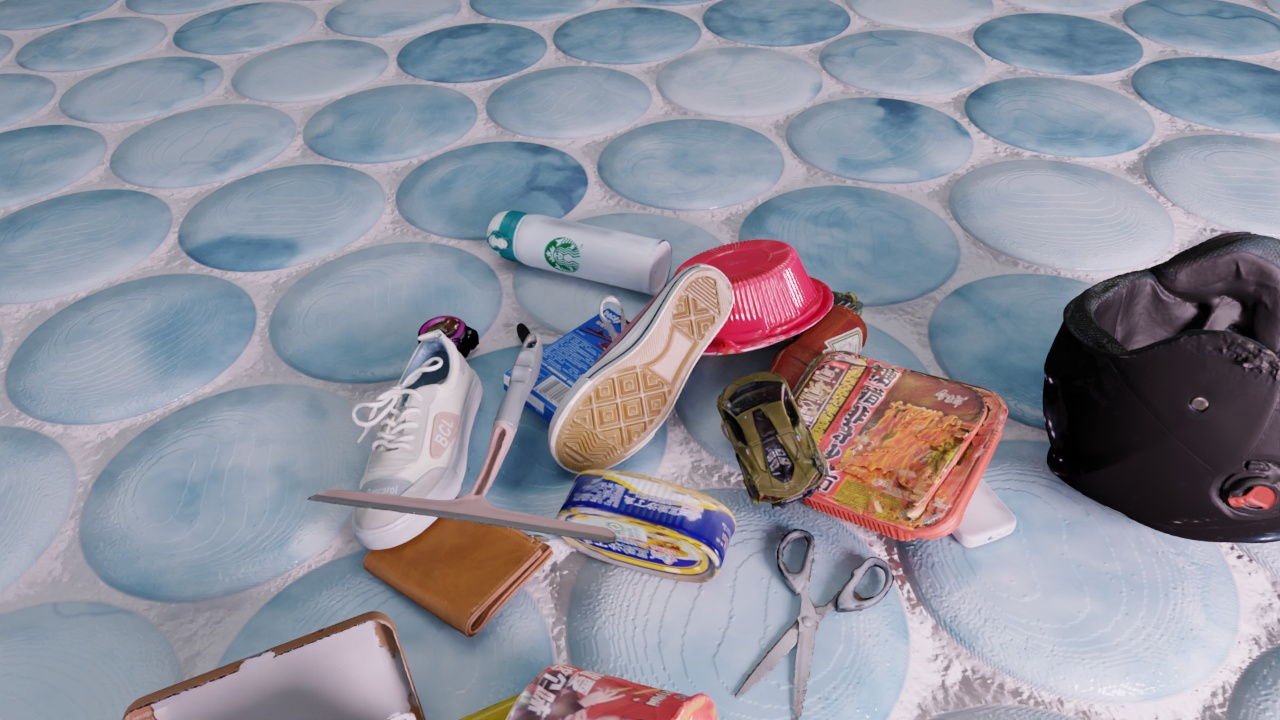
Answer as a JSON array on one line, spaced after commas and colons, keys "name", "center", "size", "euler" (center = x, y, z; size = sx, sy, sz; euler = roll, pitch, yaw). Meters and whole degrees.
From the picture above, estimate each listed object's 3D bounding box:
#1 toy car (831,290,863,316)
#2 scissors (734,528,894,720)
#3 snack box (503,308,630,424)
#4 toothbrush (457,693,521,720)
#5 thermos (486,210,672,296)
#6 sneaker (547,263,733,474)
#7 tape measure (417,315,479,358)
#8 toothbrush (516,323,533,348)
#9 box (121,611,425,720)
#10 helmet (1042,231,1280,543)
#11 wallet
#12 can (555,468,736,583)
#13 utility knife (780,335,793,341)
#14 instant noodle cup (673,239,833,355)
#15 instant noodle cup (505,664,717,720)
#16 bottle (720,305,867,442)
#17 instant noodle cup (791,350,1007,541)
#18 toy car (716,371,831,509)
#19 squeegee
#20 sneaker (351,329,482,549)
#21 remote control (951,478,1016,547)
[{"name": "toy car", "center": [0.203, -0.059, 1.022], "size": [0.043, 0.036, 0.091], "euler": [-32, 40, -34]}, {"name": "scissors", "center": [0.137, 0.205, 0.739], "size": [0.175, 0.014, 0.159], "euler": [-15, 43, -11]}, {"name": "snack box", "center": [-0.057, 0.007, 0.958], "size": [0.084, 0.026, 0.156], "euler": [34, 49, 27]}, {"name": "toothbrush", "center": [-0.165, 0.279, 0.666], "size": [0.190, 0.017, 0.015], "euler": [-17, 44, -16]}, {"name": "thermos", "center": [-0.078, -0.132, 1.101], "size": [0.224, 0.073, 0.073], "euler": [15, 44, 20]}, {"name": "sneaker", "center": [-0.005, 0.005, 0.895], "size": [0.241, 0.118, 0.088], "euler": [-52, 18, -7]}, {"name": "tape measure", "center": [-0.214, -0.023, 1.003], "size": [0.057, 0.039, 0.057], "euler": [27, 49, 30]}, {"name": "toothbrush", "center": [-0.102, 0.022, 0.969], "size": [0.014, 0.017, 0.189], "euler": [-18, 46, -12]}, {"name": "box", "center": [-0.222, 0.263, 0.585], "size": [0.182, 0.154, 0.181], "euler": [-21, 63, -20]}, {"name": "helmet", "center": [0.470, 0.038, 0.751], "size": [0.275, 0.231, 0.232], "euler": [30, 43, 22]}, {"name": "wallet", "center": [-0.151, 0.163, 0.784], "size": [0.131, 0.035, 0.118], "euler": [20, 41, 34]}, {"name": "can", "center": [0.003, 0.139, 0.776], "size": [0.148, 0.075, 0.049], "euler": [12, 46, 16]}, {"name": "utility knife", "center": [0.112, -0.029, 1.011], "size": [0.164, 0.015, 0.033], "euler": [-2, 35, 2]}, {"name": "instant noodle cup", "center": [0.106, -0.078, 0.987], "size": [0.194, 0.066, 0.193], "euler": [-13, 24, 6]}, {"name": "instant noodle cup", "center": [-0.025, 0.265, 0.593], "size": [0.109, 0.138, 0.137], "euler": [12, 43, 26]}, {"name": "bottle", "center": [0.154, 0.016, 0.925], "size": [0.060, 0.060, 0.205], "euler": [28, 50, 31]}, {"name": "instant noodle cup", "center": [0.211, 0.080, 0.806], "size": [0.189, 0.079, 0.164], "euler": [17, 54, 35]}, {"name": "toy car", "center": [0.108, 0.062, 0.787], "size": [0.070, 0.042, 0.158], "euler": [-24, 40, 4]}, {"name": "squeegee", "center": [-0.123, 0.062, 0.817], "size": [0.248, 0.040, 0.248], "euler": [7, 40, 6]}, {"name": "sneaker", "center": [-0.209, 0.061, 0.849], "size": [0.090, 0.091, 0.241], "euler": [-9, 36, 15]}, {"name": "remote control", "center": [0.278, 0.111, 0.833], "size": [0.055, 0.020, 0.136], "euler": [-17, 43, -14]}]
